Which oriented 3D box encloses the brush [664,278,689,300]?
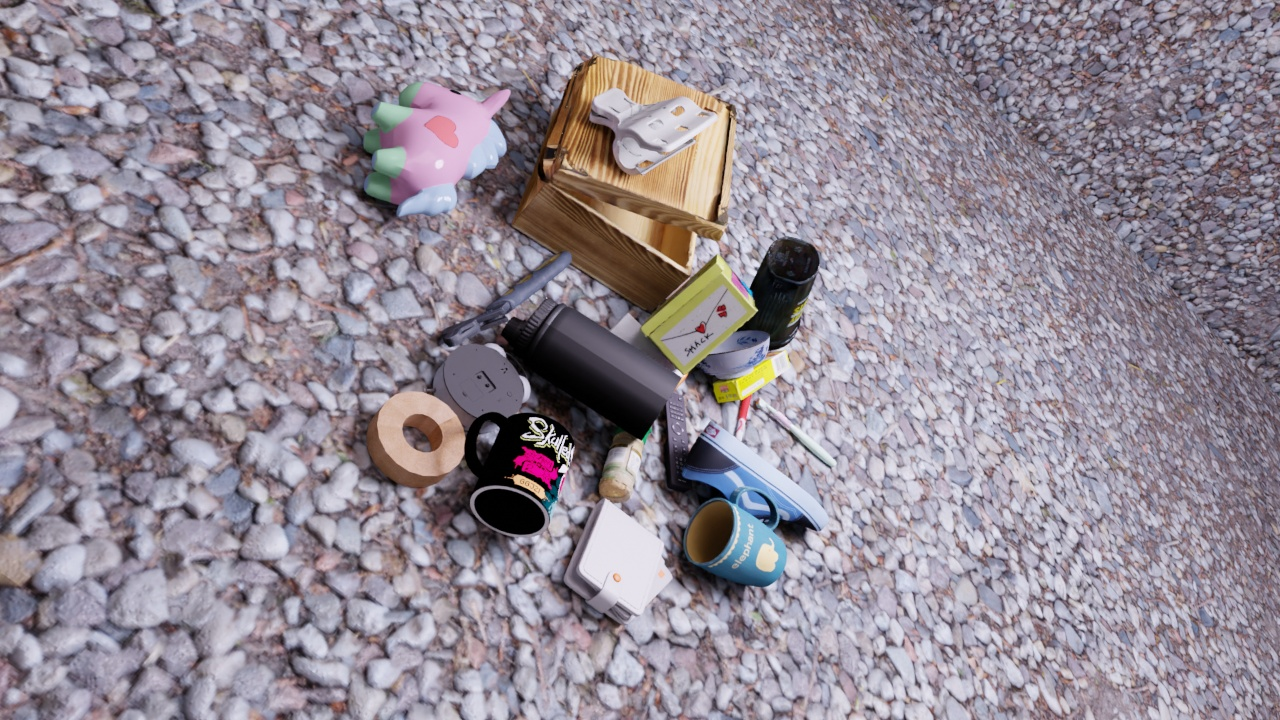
[{"bbox_3d":[0.045,-0.070,1.283,0.050,0.015,0.135,37,47,-13],"label":"brush"}]

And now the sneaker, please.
[{"bbox_3d":[0.137,0.172,1.151,0.241,0.098,0.083,37,-3,-33],"label":"sneaker"}]

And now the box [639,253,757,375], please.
[{"bbox_3d":[0.074,-0.064,1.138,0.079,0.124,0.220,48,12,-6],"label":"box"}]

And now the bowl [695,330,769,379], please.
[{"bbox_3d":[0.122,-0.004,1.243,0.114,0.114,0.045,-27,110,-49],"label":"bowl"}]

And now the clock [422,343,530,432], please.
[{"bbox_3d":[-0.170,0.027,0.996,0.094,0.035,0.122,51,39,2],"label":"clock"}]

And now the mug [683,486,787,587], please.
[{"bbox_3d":[0.122,0.205,1.072,0.104,0.085,0.112,33,75,-29],"label":"mug"}]

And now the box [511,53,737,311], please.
[{"bbox_3d":[-0.017,-0.266,1.247,0.251,0.193,0.278,29,46,-19],"label":"box"}]

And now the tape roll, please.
[{"bbox_3d":[-0.223,0.078,0.913,0.094,0.027,0.093,23,47,-27],"label":"tape roll"}]

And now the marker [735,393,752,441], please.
[{"bbox_3d":[0.135,0.090,1.239,0.013,0.013,0.141,36,42,-16],"label":"marker"}]

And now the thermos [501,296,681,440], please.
[{"bbox_3d":[-0.059,0.002,1.042,0.198,0.086,0.085,33,41,2],"label":"thermos"}]

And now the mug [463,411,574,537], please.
[{"bbox_3d":[-0.130,0.104,0.927,0.118,0.082,0.098,47,38,-27],"label":"mug"}]

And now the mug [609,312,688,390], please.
[{"bbox_3d":[-0.007,0.007,1.122,0.105,0.083,0.082,45,40,-3],"label":"mug"}]

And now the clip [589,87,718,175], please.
[{"bbox_3d":[0.005,-0.282,1.154,0.152,0.101,0.126,18,39,31],"label":"clip"}]

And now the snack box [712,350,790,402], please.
[{"bbox_3d":[0.158,0.021,1.286,0.147,0.040,0.029,-27,105,-49],"label":"snack box"}]

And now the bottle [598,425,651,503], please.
[{"bbox_3d":[-0.018,0.112,1.062,0.043,0.043,0.110,34,43,-17],"label":"bottle"}]

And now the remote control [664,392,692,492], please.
[{"bbox_3d":[0.043,0.099,1.146,0.032,0.015,0.136,21,48,-30],"label":"remote control"}]

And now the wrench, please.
[{"bbox_3d":[-0.148,-0.076,1.082,0.022,0.073,0.272,67,30,-17],"label":"wrench"}]

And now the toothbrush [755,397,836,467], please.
[{"bbox_3d":[0.223,0.103,1.305,0.154,0.015,0.022,39,10,-13],"label":"toothbrush"}]

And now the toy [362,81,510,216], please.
[{"bbox_3d":[-0.239,-0.248,1.096,0.171,0.120,0.221,7,54,-27],"label":"toy"}]

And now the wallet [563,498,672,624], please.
[{"bbox_3d":[-0.015,0.224,0.982,0.115,0.038,0.118,39,38,-12],"label":"wallet"}]

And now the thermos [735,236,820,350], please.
[{"bbox_3d":[0.187,-0.087,1.272,0.098,0.221,0.098,1,68,-3],"label":"thermos"}]
